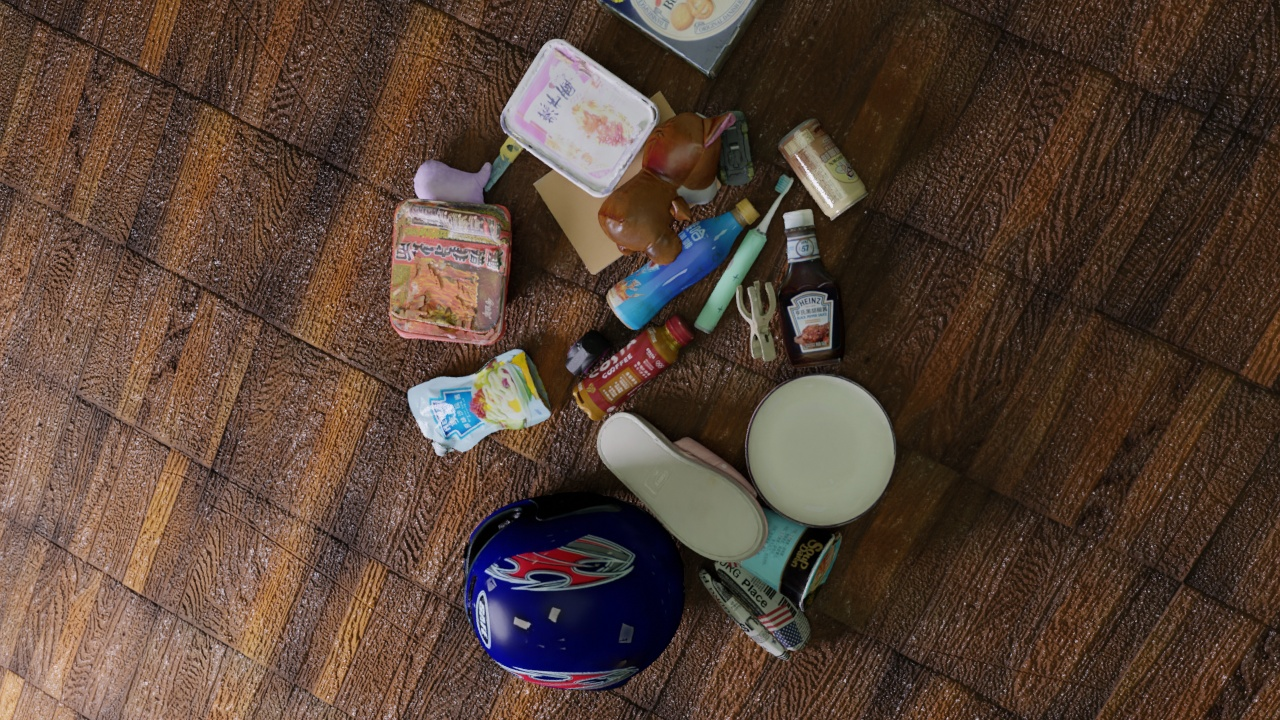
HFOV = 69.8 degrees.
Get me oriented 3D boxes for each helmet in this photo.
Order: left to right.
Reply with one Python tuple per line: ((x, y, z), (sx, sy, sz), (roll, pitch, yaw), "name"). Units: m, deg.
((-0.103, 0.292, 1.167), (0.316, 0.240, 0.247), (-2, 97, 14), "helmet")

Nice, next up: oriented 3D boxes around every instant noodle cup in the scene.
((-0.246, -0.118, 1.226), (0.164, 0.079, 0.189), (8, 98, 11), "instant noodle cup")
((-0.073, -0.303, 1.163), (0.173, 0.060, 0.138), (36, 102, 4), "instant noodle cup")
((0.179, 0.241, 1.170), (0.120, 0.111, 0.111), (25, 102, 24), "instant noodle cup")

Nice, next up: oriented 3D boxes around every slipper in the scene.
((0.054, 0.159, 1.186), (0.274, 0.054, 0.114), (34, 102, 30), "slipper")

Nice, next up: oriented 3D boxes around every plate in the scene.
((0.224, 0.113, 1.157), (0.192, 0.039, 0.192), (0, 85, -4), "plate")

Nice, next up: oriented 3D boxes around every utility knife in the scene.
((-0.149, -0.305, 1.216), (0.031, 0.021, 0.199), (44, 108, 9), "utility knife")

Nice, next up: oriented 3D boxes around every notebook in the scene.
((-0.019, -0.229, 1.199), (0.208, 0.008, 0.148), (-33, 89, 14), "notebook")

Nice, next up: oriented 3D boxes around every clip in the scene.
((0.146, -0.055, 1.178), (0.034, 0.081, 0.105), (-17, 119, -19), "clip")

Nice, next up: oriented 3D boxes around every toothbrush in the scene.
((0.134, -0.134, 1.169), (0.027, 0.026, 0.225), (28, 103, -10), "toothbrush")

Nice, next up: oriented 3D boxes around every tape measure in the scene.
((-0.070, -0.013, 1.213), (0.039, 0.057, 0.057), (44, 125, 6), "tape measure")

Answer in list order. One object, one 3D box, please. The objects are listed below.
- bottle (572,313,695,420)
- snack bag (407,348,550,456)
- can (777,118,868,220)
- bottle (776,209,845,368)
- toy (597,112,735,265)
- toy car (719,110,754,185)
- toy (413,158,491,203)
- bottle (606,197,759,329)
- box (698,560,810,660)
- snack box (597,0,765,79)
((-0.007, 0.007, 1.202), (0.175, 0.057, 0.057), (-39, 88, 14), "bottle")
((-0.225, 0.060, 1.268), (0.191, 0.038, 0.110), (-20, 104, 15), "snack bag")
((0.223, -0.234, 1.121), (0.059, 0.058, 0.116), (-35, 89, 14), "can")
((0.210, -0.090, 1.151), (0.080, 0.044, 0.195), (-7, 95, 12), "bottle")
((0.039, -0.216, 1.123), (0.140, 0.130, 0.199), (26, 92, 52), "toy")
((0.118, -0.265, 1.150), (0.043, 0.036, 0.091), (-7, 96, 12), "toy car")
((-0.253, -0.234, 1.231), (0.108, 0.038, 0.084), (16, 110, 9), "toy")
((0.057, -0.126, 1.168), (0.219, 0.065, 0.065), (-37, 89, 14), "bottle")
((0.157, 0.317, 1.212), (0.087, 0.076, 0.163), (-42, 84, -6), "box")
((0.064, -0.475, 1.130), (0.182, 0.045, 0.178), (35, 102, 5), "snack box")
